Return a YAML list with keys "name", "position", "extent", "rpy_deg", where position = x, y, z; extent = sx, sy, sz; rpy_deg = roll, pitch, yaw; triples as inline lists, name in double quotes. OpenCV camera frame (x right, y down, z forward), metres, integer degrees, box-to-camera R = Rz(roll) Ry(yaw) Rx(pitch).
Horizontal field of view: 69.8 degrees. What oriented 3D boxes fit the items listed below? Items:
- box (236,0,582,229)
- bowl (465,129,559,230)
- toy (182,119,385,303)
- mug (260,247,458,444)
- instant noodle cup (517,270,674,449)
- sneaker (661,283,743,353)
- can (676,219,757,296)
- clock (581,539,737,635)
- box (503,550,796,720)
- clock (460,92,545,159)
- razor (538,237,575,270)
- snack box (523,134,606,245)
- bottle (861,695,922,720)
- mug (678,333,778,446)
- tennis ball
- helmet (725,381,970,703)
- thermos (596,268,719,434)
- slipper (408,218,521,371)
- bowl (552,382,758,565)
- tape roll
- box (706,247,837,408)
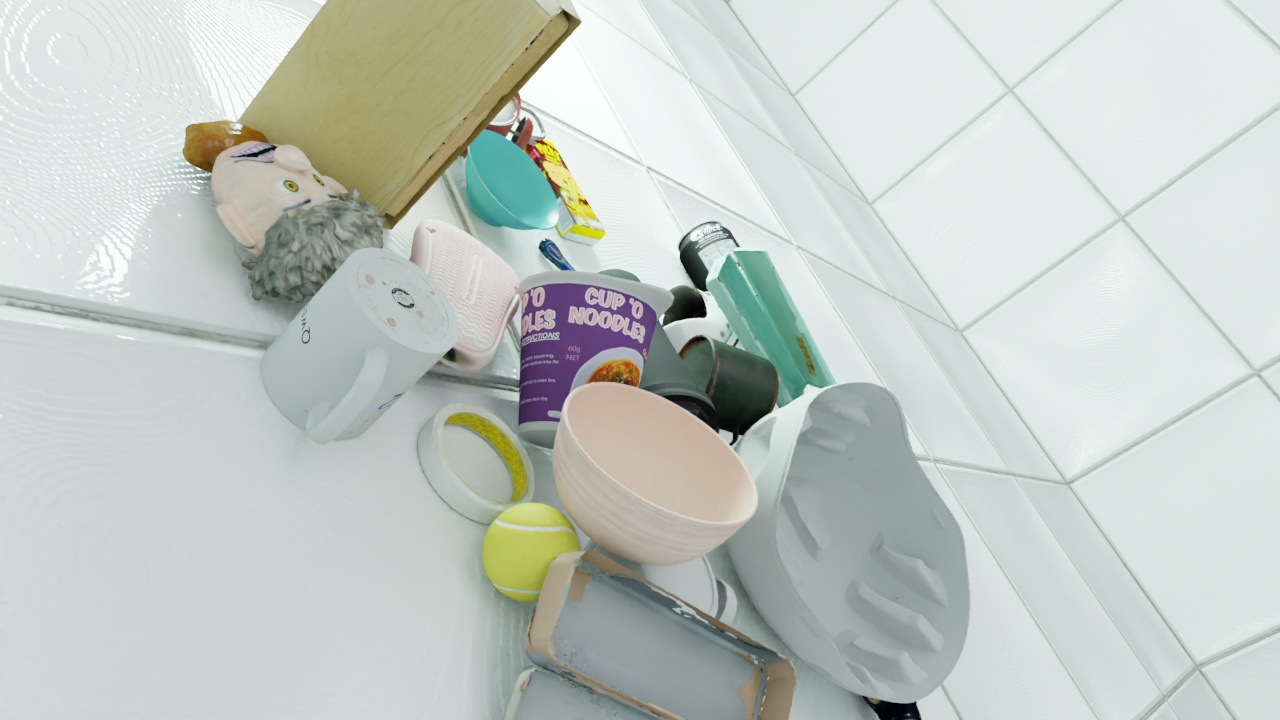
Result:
- name: "box"
  position: [-0.173, -0.222, 0.718]
  extent: [0.141, 0.249, 0.184]
  rpy_deg: [51, 25, 0]
- name: "bowl"
  position: [-0.142, -0.171, 0.930]
  extent: [0.121, 0.046, 0.121]
  rpy_deg: [39, 32, -30]
- name: "toy"
  position: [-0.251, -0.114, 0.652]
  extent: [0.176, 0.076, 0.132]
  rpy_deg: [43, 24, 3]
- name: "mug"
  position: [-0.179, 0.002, 0.575]
  extent: [0.083, 0.097, 0.119]
  rpy_deg: [36, 28, -27]
- name: "instant noodle cup"
  position: [-0.042, 0.007, 0.738]
  extent: [0.122, 0.137, 0.121]
  rpy_deg: [31, 61, -53]
- name: "sneaker"
  position: [0.065, -0.047, 1.053]
  extent: [0.097, 0.091, 0.244]
  rpy_deg: [53, 29, -8]
- name: "can"
  position: [0.113, -0.113, 1.237]
  extent: [0.080, 0.080, 0.146]
  rpy_deg: [9, 47, -55]
- name: "clock"
  position: [0.020, 0.187, 0.702]
  extent: [0.159, 0.061, 0.119]
  rpy_deg: [55, 26, -1]
- name: "box"
  position: [0.010, 0.230, 0.589]
  extent: [0.216, 0.043, 0.150]
  rpy_deg: [35, 52, -29]
- name: "clock"
  position: [-0.175, -0.264, 0.986]
  extent: [0.156, 0.062, 0.109]
  rpy_deg: [4, 50, -40]
- name: "razor"
  position: [-0.056, -0.078, 0.983]
  extent: [0.141, 0.018, 0.043]
  rpy_deg: [45, 62, -7]
- name: "snack box"
  position: [-0.098, -0.203, 1.080]
  extent: [0.061, 0.026, 0.149]
  rpy_deg: [7, 49, -57]
- name: "bottle"
  position: [0.237, 0.304, 0.893]
  extent: [0.056, 0.056, 0.160]
  rpy_deg: [32, 30, -33]
- name: "mug"
  position: [0.081, 0.038, 0.895]
  extent: [0.081, 0.085, 0.110]
  rpy_deg: [19, 59, -25]
- name: "tennis ball"
  position: [-0.073, 0.128, 0.613]
  extent: [0.065, 0.065, 0.065]
  rpy_deg: [38, 28, -24]
- name: "helmet"
  position: [0.194, 0.169, 0.843]
  extent: [0.223, 0.184, 0.282]
  rpy_deg: [-31, 79, -35]
- name: "thermos"
  position: [-0.005, 0.005, 0.865]
  extent: [0.105, 0.106, 0.218]
  rpy_deg: [29, 27, -37]
- name: "slipper"
  position: [-0.152, -0.056, 0.751]
  extent: [0.107, 0.056, 0.221]
  rpy_deg: [38, 18, -20]
- name: "bowl"
  position: [-0.001, 0.089, 0.644]
  extent: [0.153, 0.076, 0.152]
  rpy_deg: [26, 24, -12]
- name: "tape roll"
  position: [-0.118, 0.074, 0.669]
  extent: [0.094, 0.019, 0.093]
  rpy_deg: [38, 28, -25]
- name: "box"
  position: [0.154, -0.040, 1.006]
  extent: [0.189, 0.080, 0.077]
  rpy_deg: [58, 27, -18]
